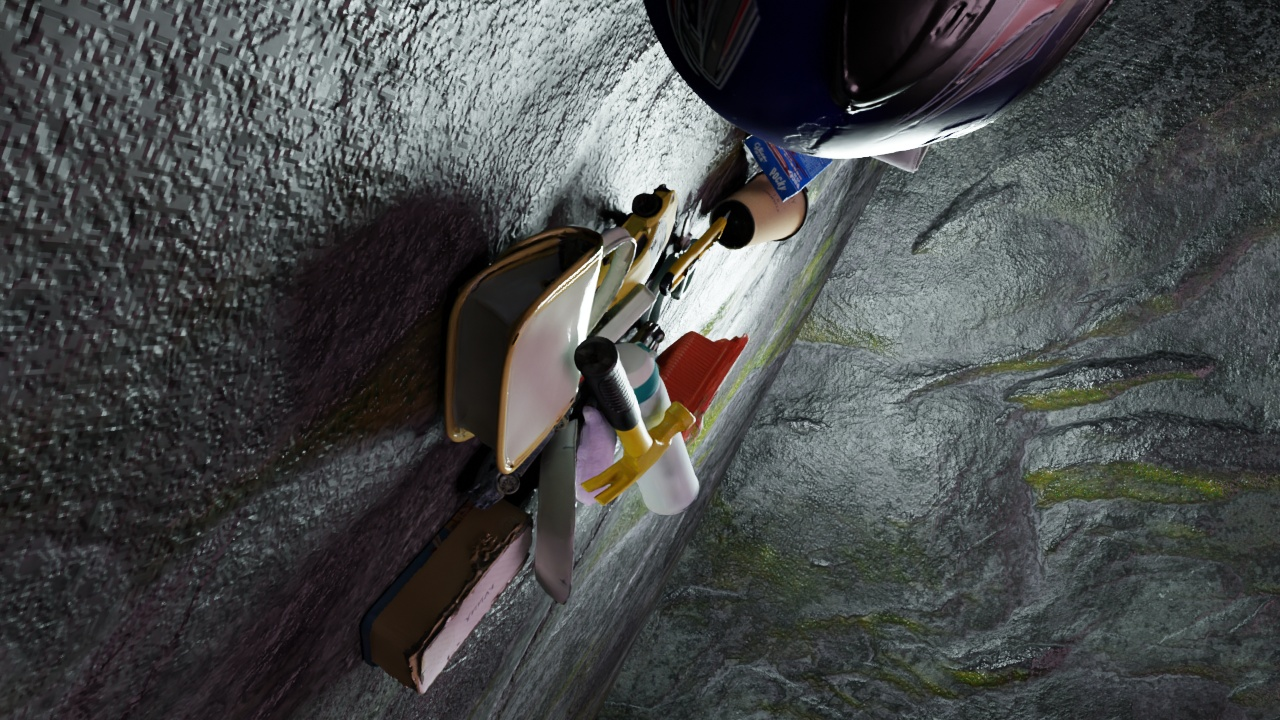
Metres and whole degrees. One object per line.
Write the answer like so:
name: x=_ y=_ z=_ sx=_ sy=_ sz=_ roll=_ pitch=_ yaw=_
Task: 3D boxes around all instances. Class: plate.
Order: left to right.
plate: x=-0.085 y=0.155 z=0.907 sx=0.266 sy=0.034 sz=0.161 roll=109 pitch=-17 yaw=-72

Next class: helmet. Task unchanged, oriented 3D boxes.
helmet: x=0.126 y=-0.269 z=0.498 sx=0.246 sy=0.240 sz=0.316 roll=-102 pitch=-150 yaw=-44

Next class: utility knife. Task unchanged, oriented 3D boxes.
utility knife: x=0.064 y=-0.121 z=1.013 sx=0.173 sy=0.015 sz=0.033 roll=-50 pitch=164 yaw=-42

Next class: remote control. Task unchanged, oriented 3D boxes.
remote control: x=-0.041 y=-0.015 z=0.798 sx=0.135 sy=0.019 sz=0.056 roll=-46 pitch=-169 yaw=-4

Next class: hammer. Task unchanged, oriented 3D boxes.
hammer: x=-0.014 y=0.048 z=0.787 sx=0.128 sy=0.033 sz=0.301 roll=-46 pitch=161 yaw=-10

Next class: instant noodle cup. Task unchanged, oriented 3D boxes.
instant noodle cup: x=0.046 y=0.037 z=1.145 sx=0.188 sy=0.079 sz=0.165 roll=-54 pitch=-174 yaw=-27

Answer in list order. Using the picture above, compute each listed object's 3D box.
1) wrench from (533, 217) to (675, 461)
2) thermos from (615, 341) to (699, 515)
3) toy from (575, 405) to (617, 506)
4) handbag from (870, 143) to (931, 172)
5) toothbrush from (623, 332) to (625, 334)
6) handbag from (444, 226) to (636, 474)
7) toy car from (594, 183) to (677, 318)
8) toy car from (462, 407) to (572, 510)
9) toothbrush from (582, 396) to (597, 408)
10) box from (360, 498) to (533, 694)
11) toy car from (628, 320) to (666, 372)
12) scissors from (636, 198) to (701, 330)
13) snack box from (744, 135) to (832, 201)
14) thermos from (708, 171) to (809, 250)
wrench: x=-0.039 y=-0.018 z=0.870 sx=0.274 sy=0.016 sz=0.056 roll=-59 pitch=171 yaw=13
thermos: x=0.006 y=0.075 z=0.975 sx=0.073 sy=0.073 sz=0.224 roll=-54 pitch=143 yaw=-31
toy: x=-0.049 y=0.102 z=0.979 sx=0.083 sy=0.039 sz=0.108 roll=23 pitch=76 yaw=-70
handbag: x=0.216 y=-0.284 z=0.928 sx=0.098 sy=0.197 sz=0.145 roll=-57 pitch=167 yaw=-27
toothbrush: x=-0.012 y=-0.079 z=0.895 sx=0.016 sy=0.018 sz=0.192 roll=-54 pitch=168 yaw=-29
handbag: x=-0.068 y=-0.025 z=0.671 sx=0.178 sy=0.063 sz=0.164 roll=-46 pitch=159 yaw=-40
toy car: x=-0.016 y=-0.086 z=0.772 sx=0.155 sy=0.041 sz=0.071 roll=-48 pitch=164 yaw=-17
toy car: x=-0.105 y=0.078 z=0.793 sx=0.120 sy=0.037 sz=0.054 roll=-49 pitch=-173 yaw=-25
toothbrush: x=-0.061 y=0.094 z=1.068 sx=0.188 sy=0.016 sz=0.017 roll=98 pitch=15 yaw=-56
box: x=-0.165 y=0.200 z=0.791 sx=0.183 sy=0.062 sz=0.090 roll=-47 pitch=159 yaw=-42
toy car: x=-0.006 y=0.006 z=1.028 sx=0.070 sy=0.042 sz=0.158 roll=-55 pitch=171 yaw=-26
scissors: x=0.033 y=-0.096 z=1.021 sx=0.169 sy=0.019 sz=0.178 roll=-55 pitch=167 yaw=-24
snack box: x=0.183 y=-0.254 z=1.119 sx=0.026 sy=0.084 sz=0.156 roll=-29 pitch=-172 yaw=36
thermos: x=0.145 y=-0.182 z=1.130 sx=0.142 sy=0.093 sz=0.093 roll=-30 pitch=148 yaw=-52
